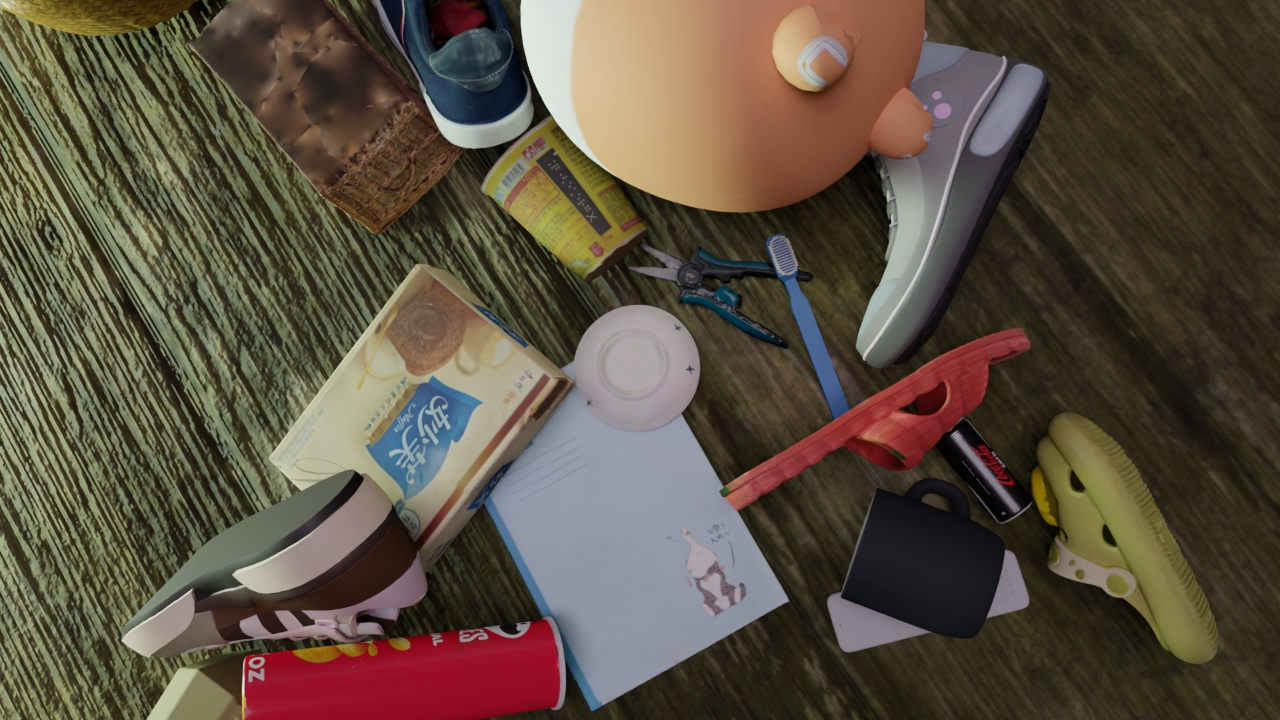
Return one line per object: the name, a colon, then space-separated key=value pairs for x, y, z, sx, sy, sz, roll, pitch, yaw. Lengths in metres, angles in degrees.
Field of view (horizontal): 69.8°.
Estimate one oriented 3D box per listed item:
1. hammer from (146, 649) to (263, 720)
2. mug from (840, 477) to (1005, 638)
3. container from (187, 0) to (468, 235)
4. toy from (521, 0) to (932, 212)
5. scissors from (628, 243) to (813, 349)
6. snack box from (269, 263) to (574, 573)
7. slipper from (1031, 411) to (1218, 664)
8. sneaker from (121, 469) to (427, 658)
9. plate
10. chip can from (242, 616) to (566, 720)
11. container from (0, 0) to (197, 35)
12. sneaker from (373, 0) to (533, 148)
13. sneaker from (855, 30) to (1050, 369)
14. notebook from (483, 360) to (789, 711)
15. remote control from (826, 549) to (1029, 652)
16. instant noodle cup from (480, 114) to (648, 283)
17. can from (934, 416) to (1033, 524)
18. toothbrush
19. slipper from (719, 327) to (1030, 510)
hammer: x=-0.306 y=0.305 z=0.599 sx=0.190 sy=0.325 sz=0.100 roll=31 pitch=88 yaw=10
mug: x=0.210 y=0.136 z=0.672 sx=0.094 sy=0.085 sz=0.121 roll=19 pitch=49 yaw=15
container: x=-0.258 y=-0.218 z=0.764 sx=0.114 sy=0.112 sz=0.198 roll=-44 pitch=81 yaw=1
toy: x=0.065 y=-0.230 z=0.623 sx=0.280 sy=0.262 sz=0.266 roll=46 pitch=109 yaw=36
scissors: x=0.072 y=-0.061 z=0.745 sx=0.119 sy=0.019 sz=0.151 roll=-35 pitch=81 yaw=1
snack box: x=-0.176 y=0.049 z=0.740 sx=0.153 sy=0.055 sz=0.207 roll=39 pitch=95 yaw=12
slipper: x=0.337 y=0.131 z=0.663 sx=0.082 sy=0.091 sz=0.190 roll=-35 pitch=74 yaw=34
sneaker: x=-0.275 y=0.184 z=0.708 sx=0.295 sy=0.111 sz=0.116 roll=-28 pitch=108 yaw=27
plate: x=-0.004 y=0.004 z=0.737 sx=0.104 sy=0.026 sz=0.104 roll=-1 pitch=82 yaw=6
chip can: x=-0.170 y=0.236 z=0.670 sx=0.220 sy=0.069 sz=0.069 roll=-2 pitch=82 yaw=-20
container: x=-0.485 y=-0.441 z=0.781 sx=0.307 sy=0.196 sz=0.306 roll=-1 pitch=84 yaw=9
sneaker: x=-0.154 y=-0.306 z=0.719 sx=0.120 sy=0.127 sz=0.294 roll=-18 pitch=55 yaw=-8
sneaker: x=0.192 y=-0.132 z=0.711 sx=0.160 sy=0.093 sz=0.256 roll=28 pitch=89 yaw=19
notebook: x=-0.023 y=0.125 z=0.742 sx=0.181 sy=0.009 sz=0.253 roll=-31 pitch=80 yaw=3
remote control: x=0.219 y=0.184 z=0.702 sx=0.147 sy=0.008 sz=0.045 roll=-16 pitch=81 yaw=6
instant noodle cup: x=-0.055 y=-0.125 z=0.741 sx=0.100 sy=0.100 sz=0.112 roll=-40 pitch=90 yaw=1
can: x=0.259 y=0.083 z=0.696 sx=0.031 sy=0.031 sz=0.080 roll=-38 pitch=80 yaw=2
toothbrush: x=0.135 y=-0.021 z=0.724 sx=0.016 sy=0.014 sz=0.166 roll=-21 pitch=89 yaw=-4
slipper: x=0.178 y=0.056 z=0.674 sx=0.249 sy=0.103 sz=0.059 roll=-30 pitch=80 yaw=3
